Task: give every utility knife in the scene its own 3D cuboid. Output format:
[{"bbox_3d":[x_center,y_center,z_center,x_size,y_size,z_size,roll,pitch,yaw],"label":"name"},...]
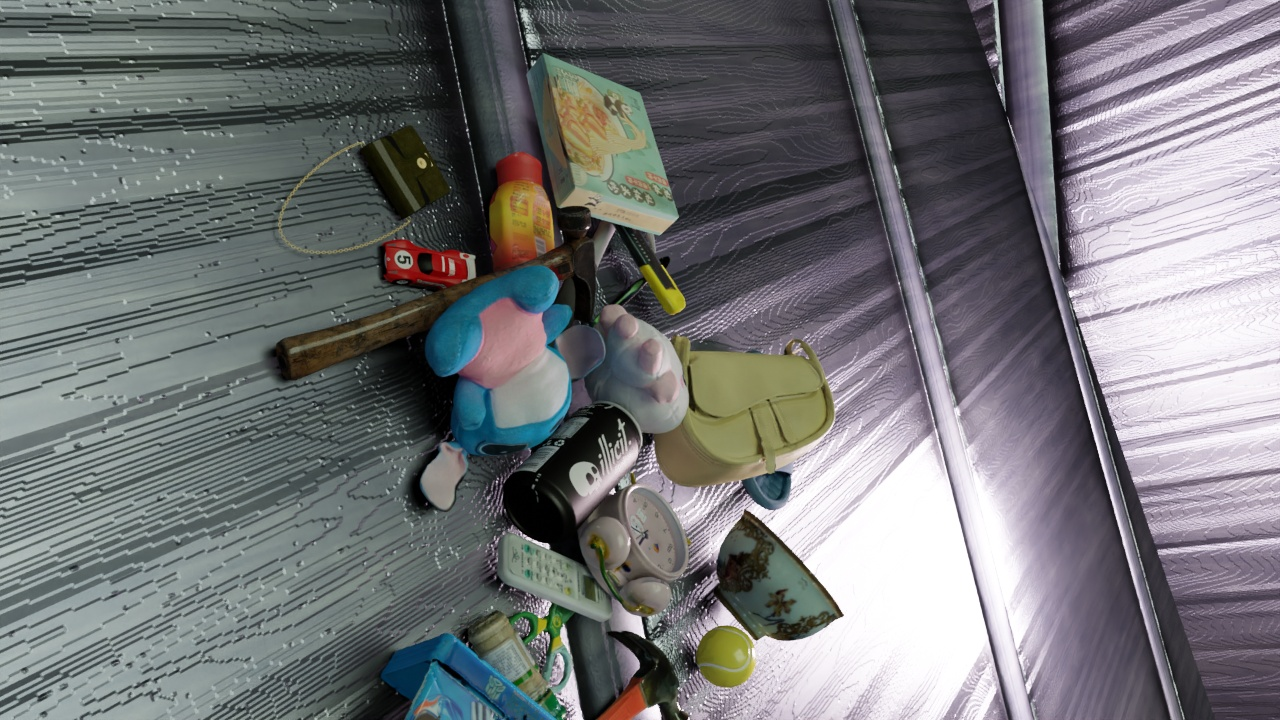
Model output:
[{"bbox_3d":[-0.001,-0.128,1.049,0.174,0.020,0.028,56,43,-16],"label":"utility knife"}]

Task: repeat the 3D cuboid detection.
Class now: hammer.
[{"bbox_3d":[-0.070,0.364,0.824,0.332,0.033,0.133,-26,98,-50],"label":"hammer"},{"bbox_3d":[-0.063,-0.087,1.002,0.125,0.030,0.309,47,46,-27],"label":"hammer"},{"bbox_3d":[-0.165,-0.044,0.823,0.329,0.033,0.120,-26,122,-40],"label":"hammer"}]

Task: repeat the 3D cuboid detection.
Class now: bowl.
[{"bbox_3d":[0.141,0.260,1.042,0.094,0.160,0.160,-42,115,-6],"label":"bowl"}]

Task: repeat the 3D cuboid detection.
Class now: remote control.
[{"bbox_3d":[-0.080,0.206,0.860,0.133,0.022,0.050,33,32,-33],"label":"remote control"}]

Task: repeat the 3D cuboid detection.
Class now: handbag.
[{"bbox_3d":[0.127,0.053,1.075,0.232,0.089,0.190,1,65,-28],"label":"handbag"},{"bbox_3d":[-0.246,-0.146,0.810,0.177,0.028,0.084,-45,111,-46],"label":"handbag"}]

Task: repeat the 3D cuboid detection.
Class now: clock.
[{"bbox_3d":[-0.009,0.186,0.904,0.117,0.059,0.157,54,24,-7],"label":"clock"}]

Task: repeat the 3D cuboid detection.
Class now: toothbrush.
[{"bbox_3d":[-0.015,-0.077,1.070,0.014,0.017,0.187,57,45,-12],"label":"toothbrush"}]

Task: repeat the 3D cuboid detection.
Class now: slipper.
[{"bbox_3d":[0.167,0.087,1.183,0.103,0.059,0.213,20,60,-47],"label":"slipper"}]

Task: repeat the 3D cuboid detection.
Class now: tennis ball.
[{"bbox_3d":[0.094,0.323,1.002,0.065,0.065,0.065,21,61,-44],"label":"tennis ball"}]

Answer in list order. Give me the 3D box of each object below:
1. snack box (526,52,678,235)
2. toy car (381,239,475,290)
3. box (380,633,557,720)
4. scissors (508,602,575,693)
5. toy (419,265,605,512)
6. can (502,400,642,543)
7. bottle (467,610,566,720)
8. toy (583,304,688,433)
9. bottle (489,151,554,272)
[{"bbox_3d":[-0.044,-0.239,1.024,0.141,0.044,0.193,9,54,-39],"label":"snack box"},{"bbox_3d":[-0.195,-0.087,0.848,0.089,0.025,0.038,8,70,-48],"label":"toy car"},{"bbox_3d":[-0.099,0.328,0.701,0.243,0.114,0.113,45,46,-15],"label":"box"},{"bbox_3d":[-0.077,0.255,0.867,0.130,0.012,0.112,-25,92,-52],"label":"scissors"},{"bbox_3d":[-0.126,0.017,0.804,0.223,0.099,0.192,-44,149,-25],"label":"toy"},{"bbox_3d":[-0.063,0.105,0.887,0.145,0.080,0.080,-45,111,-48],"label":"can"},{"bbox_3d":[-0.108,0.270,0.791,0.042,0.043,0.110,-30,88,-50],"label":"bottle"},{"bbox_3d":[-0.006,0.006,0.939,0.101,0.180,0.139,-32,74,-15],"label":"toy"},{"bbox_3d":[-0.121,-0.145,0.937,0.071,0.049,0.134,13,66,-48],"label":"bottle"}]
